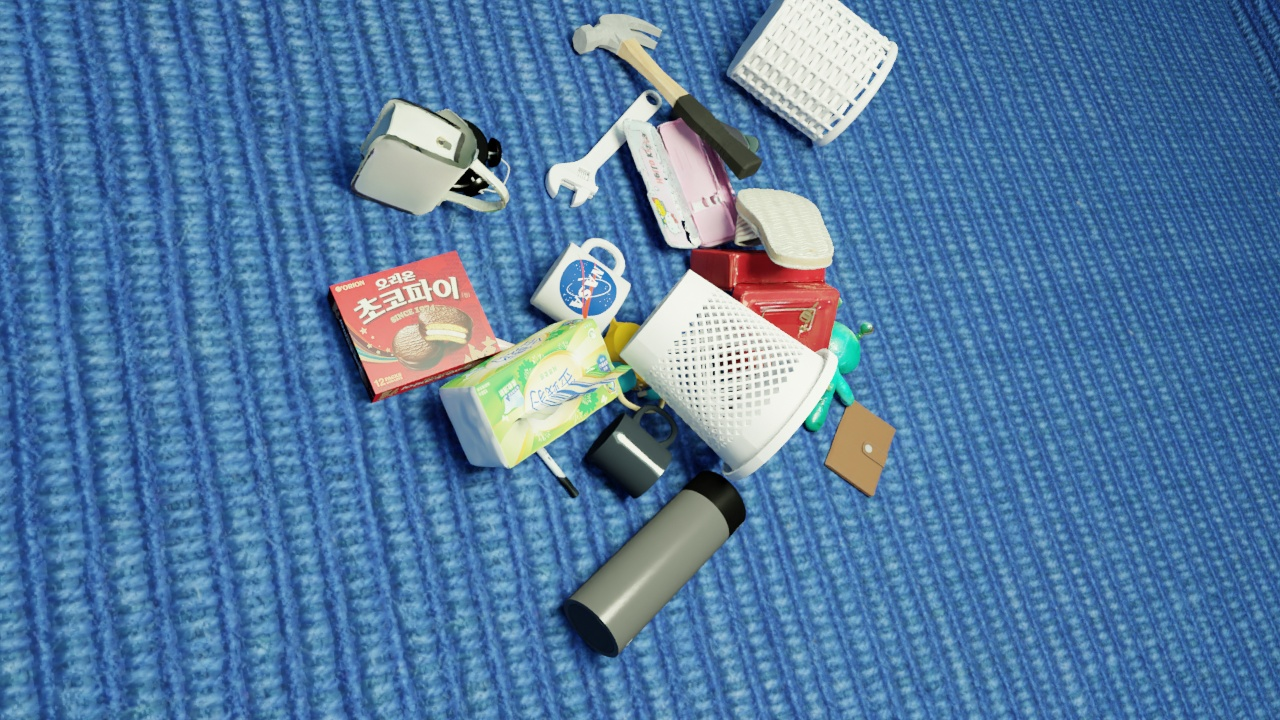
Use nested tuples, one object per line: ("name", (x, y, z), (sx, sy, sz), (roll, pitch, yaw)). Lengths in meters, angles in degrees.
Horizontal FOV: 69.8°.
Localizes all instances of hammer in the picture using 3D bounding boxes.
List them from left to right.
("hammer", (0.049, -0.379, 1.309), (0.130, 0.039, 0.328), (-28, 69, -37))

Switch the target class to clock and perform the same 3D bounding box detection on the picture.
("clock", (-0.224, -0.257, 1.163), (0.120, 0.043, 0.091), (28, 60, -15))
("clock", (-0.007, 0.007, 1.164), (0.099, 0.044, 0.129), (14, 55, -39))

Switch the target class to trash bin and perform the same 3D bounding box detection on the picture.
("trash bin", (0.093, 0.006, 1.098), (0.199, 0.196, 0.195), (39, 57, -3))

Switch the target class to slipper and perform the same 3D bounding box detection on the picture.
("slipper", (0.182, -0.167, 1.203), (0.115, 0.052, 0.262), (0, 28, -6))

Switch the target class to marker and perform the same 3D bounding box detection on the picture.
("marker", (-0.122, 0.102, 1.090), (0.011, 0.011, 0.152), (-40, 91, -34))

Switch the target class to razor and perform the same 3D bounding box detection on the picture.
("razor", (0.110, -0.343, 1.377), (0.143, 0.047, 0.052), (25, 36, -14))

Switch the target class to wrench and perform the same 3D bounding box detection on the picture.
("wrench", (-0.044, -0.306, 1.294), (0.066, 0.018, 0.272), (41, 56, -7))

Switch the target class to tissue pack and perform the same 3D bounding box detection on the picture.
("tissue pack", (-0.099, 0.033, 1.023), (0.197, 0.142, 0.120), (-41, 114, -37))

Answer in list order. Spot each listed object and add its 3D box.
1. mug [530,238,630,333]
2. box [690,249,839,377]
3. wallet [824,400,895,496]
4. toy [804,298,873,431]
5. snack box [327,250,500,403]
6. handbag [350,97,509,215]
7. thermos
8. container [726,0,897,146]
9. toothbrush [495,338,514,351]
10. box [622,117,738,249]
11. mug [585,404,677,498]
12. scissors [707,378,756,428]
("mug", (-0.067, -0.097, 1.146), (0.090, 0.091, 0.121), (35, 75, -12))
("box", (0.162, -0.086, 1.257), (0.156, 0.157, 0.170), (-1, 28, -25))
("wallet", (0.316, 0.123, 1.312), (0.087, 0.013, 0.120), (34, 58, -9))
("toy", (0.266, 0.008, 1.303), (0.130, 0.073, 0.193), (34, 67, -12))
("snack box", (-0.259, -0.041, 1.053), (0.151, 0.036, 0.132), (-21, 81, -28))
("handbag", (-0.236, -0.226, 1.082), (0.176, 0.152, 0.073), (20, 66, -25))
("thermos", (0.023, 0.232, 1.072), (0.239, 0.082, 0.082), (-39, 91, -34))
("container", (0.262, -0.462, 1.416), (0.187, 0.190, 0.188), (34, 58, -11))
("toothbrush", (-0.130, -0.007, 1.127), (0.181, 0.018, 0.015), (16, 67, -21))
("box", (0.057, -0.251, 1.304), (0.153, 0.067, 0.201), (-14, 77, -26))
("mug", (-0.003, 0.102, 1.106), (0.077, 0.071, 0.105), (42, 89, -7))
("scissors", (0.151, 0.055, 1.241), (0.184, 0.015, 0.179), (-10, 74, -23))
